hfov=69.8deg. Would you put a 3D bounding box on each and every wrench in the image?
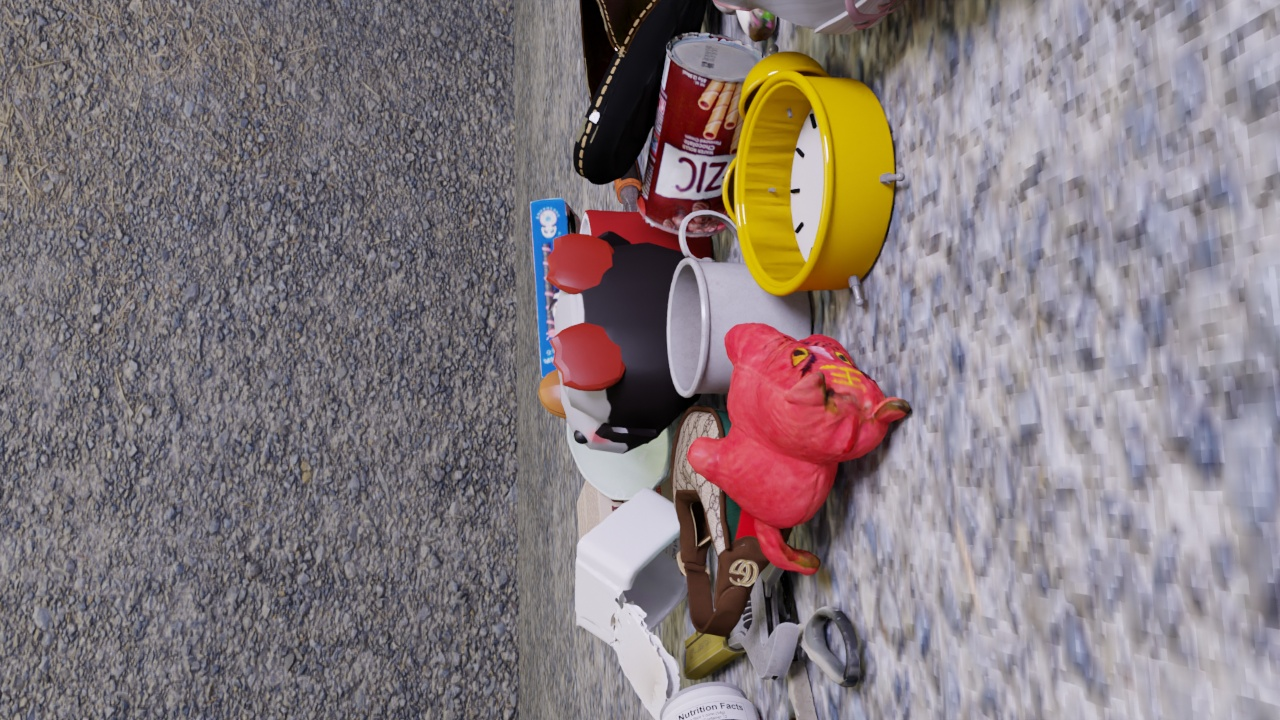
[{"bbox_3d":[0.061,0.194,0.636,0.274,0.018,0.083,109,165,-61],"label":"wrench"}]

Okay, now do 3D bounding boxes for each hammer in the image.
[{"bbox_3d":[-0.013,-0.202,0.973,0.138,0.035,0.313,103,163,-46],"label":"hammer"}]

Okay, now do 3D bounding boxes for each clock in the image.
[{"bbox_3d":[0.085,-0.100,0.491,0.151,0.052,0.114,-112,25,-50],"label":"clock"}]

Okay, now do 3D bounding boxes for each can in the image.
[{"bbox_3d":[0.054,0.276,0.573,0.132,0.070,0.070,-106,20,-52],"label":"can"}]

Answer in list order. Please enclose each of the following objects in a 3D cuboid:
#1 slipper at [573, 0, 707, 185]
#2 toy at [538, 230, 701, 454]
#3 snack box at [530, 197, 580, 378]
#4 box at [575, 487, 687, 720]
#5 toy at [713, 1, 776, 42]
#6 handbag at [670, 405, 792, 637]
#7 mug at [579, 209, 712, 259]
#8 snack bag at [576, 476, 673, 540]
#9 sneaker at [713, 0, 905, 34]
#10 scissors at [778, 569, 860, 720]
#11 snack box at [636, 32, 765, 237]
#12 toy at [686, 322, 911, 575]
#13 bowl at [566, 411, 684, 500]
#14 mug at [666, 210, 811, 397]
[{"bbox_3d":[-0.004,-0.242,0.668,0.113,0.076,0.267,97,-166,-62],"label":"slipper"},{"bbox_3d":[-0.004,0.004,0.689,0.184,0.140,0.159,109,158,-62],"label":"toy"},{"bbox_3d":[-0.069,-0.059,0.818,0.088,0.033,0.154,23,-117,-84],"label":"snack box"},{"bbox_3d":[0.009,0.197,0.720,0.132,0.151,0.107,24,129,31],"label":"box"},{"bbox_3d":[0.066,-0.267,0.608,0.122,0.038,0.079,-103,5,-46],"label":"toy"},{"bbox_3d":[0.049,0.101,0.581,0.166,0.063,0.138,176,106,-81],"label":"handbag"},{"bbox_3d":[-0.001,-0.067,0.769,0.117,0.096,0.080,103,162,-46],"label":"mug"},{"bbox_3d":[-0.023,0.178,0.931,0.207,0.070,0.094,112,155,-61],"label":"snack bag"},{"bbox_3d":[0.099,-0.186,0.383,0.099,0.089,0.236,-57,35,-2],"label":"sneaker"},{"bbox_3d":[0.093,0.169,0.531,0.158,0.012,0.170,114,154,-65],"label":"scissors"},{"bbox_3d":[0.042,-0.154,0.635,0.072,0.072,0.122,-103,18,-46],"label":"snack box"},{"bbox_3d":[0.078,0.052,0.457,0.094,0.088,0.133,-151,60,-64],"label":"toy"},{"bbox_3d":[-0.004,0.062,0.817,0.118,0.061,0.117,7,101,38],"label":"bowl"},{"bbox_3d":[0.058,-0.034,0.559,0.084,0.070,0.113,-172,82,-78],"label":"mug"}]
